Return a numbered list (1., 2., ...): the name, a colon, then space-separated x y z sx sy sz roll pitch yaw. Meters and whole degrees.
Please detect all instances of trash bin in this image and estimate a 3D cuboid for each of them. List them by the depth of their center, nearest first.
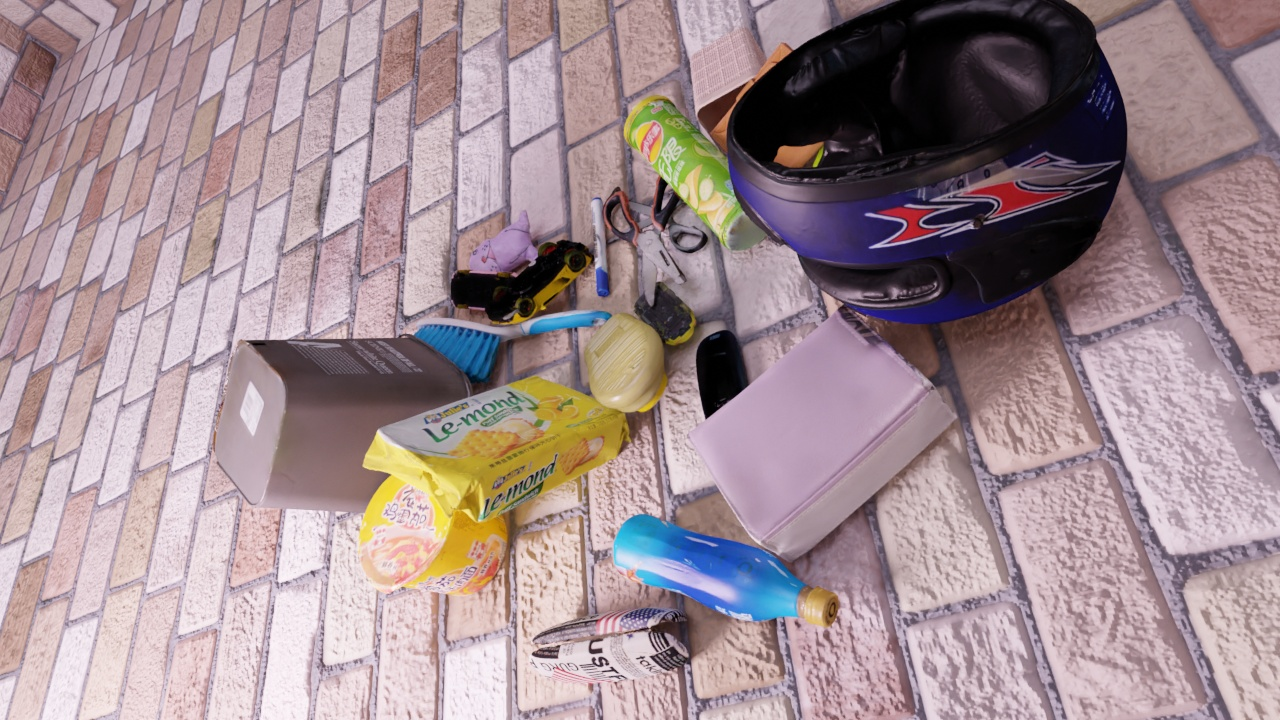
1. trash bin: -0.347 0.071 1.060 0.199 0.219 0.199 29 106 42

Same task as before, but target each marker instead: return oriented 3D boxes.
1. marker: -0.050 -0.143 1.137 0.017 0.017 0.145 -21 56 25

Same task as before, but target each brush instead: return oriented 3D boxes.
1. brush: -0.178 -0.022 1.144 0.315 0.060 0.109 6 65 35

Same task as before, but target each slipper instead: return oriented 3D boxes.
1. slipper: -0.006 0.006 0.985 0.092 0.081 0.190 -49 21 6

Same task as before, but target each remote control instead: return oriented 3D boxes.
1. remote control: 0.083 0.024 0.944 0.053 0.024 0.136 -24 53 22

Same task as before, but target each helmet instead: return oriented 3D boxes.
1. helmet: 0.236 -0.147 0.771 0.315 0.241 0.247 -23 49 -2

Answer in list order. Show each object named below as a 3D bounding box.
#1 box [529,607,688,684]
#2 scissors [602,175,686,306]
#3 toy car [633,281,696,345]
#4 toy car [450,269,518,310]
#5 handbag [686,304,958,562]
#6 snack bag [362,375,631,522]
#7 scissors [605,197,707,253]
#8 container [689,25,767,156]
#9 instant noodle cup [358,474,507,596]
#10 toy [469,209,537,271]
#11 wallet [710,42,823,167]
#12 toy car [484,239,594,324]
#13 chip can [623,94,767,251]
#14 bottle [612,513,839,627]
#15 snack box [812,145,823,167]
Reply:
1. box: -0.032 0.255 0.867 0.164 0.075 0.080 -17 46 30
2. scissors: 0.011 -0.156 1.085 0.190 0.015 0.221 10 68 44
3. toy car: 0.029 -0.051 1.022 0.048 0.032 0.105 -46 36 4
4. toy car: -0.198 -0.091 1.197 0.123 0.037 0.056 7 97 34
5. handbag: 0.156 0.062 0.819 0.197 0.098 0.145 -43 49 9
6. snack bag: -0.140 0.090 0.955 0.158 0.245 0.068 19 117 39
7. scissors: 0.029 -0.178 1.106 0.159 0.014 0.181 -46 46 6
8. container: 0.113 -0.319 1.077 0.090 0.090 0.110 -24 50 23
9. instant noodle cup: -0.222 0.193 1.009 0.138 0.109 0.137 -17 56 27
10. toy: -0.181 -0.139 1.220 0.108 0.039 0.083 -27 73 19
11. wallet: 0.151 -0.259 0.994 0.108 0.031 0.132 48 124 8
12. toy car: -0.125 -0.094 1.128 0.155 0.041 0.071 -44 38 -19
13. chip can: 0.066 -0.212 1.036 0.072 0.072 0.221 -43 58 8
14. bottle: 0.073 0.193 0.825 0.219 0.065 0.065 10 71 39
15. snack box: 0.227 -0.207 0.970 0.086 0.026 0.156 10 71 39
